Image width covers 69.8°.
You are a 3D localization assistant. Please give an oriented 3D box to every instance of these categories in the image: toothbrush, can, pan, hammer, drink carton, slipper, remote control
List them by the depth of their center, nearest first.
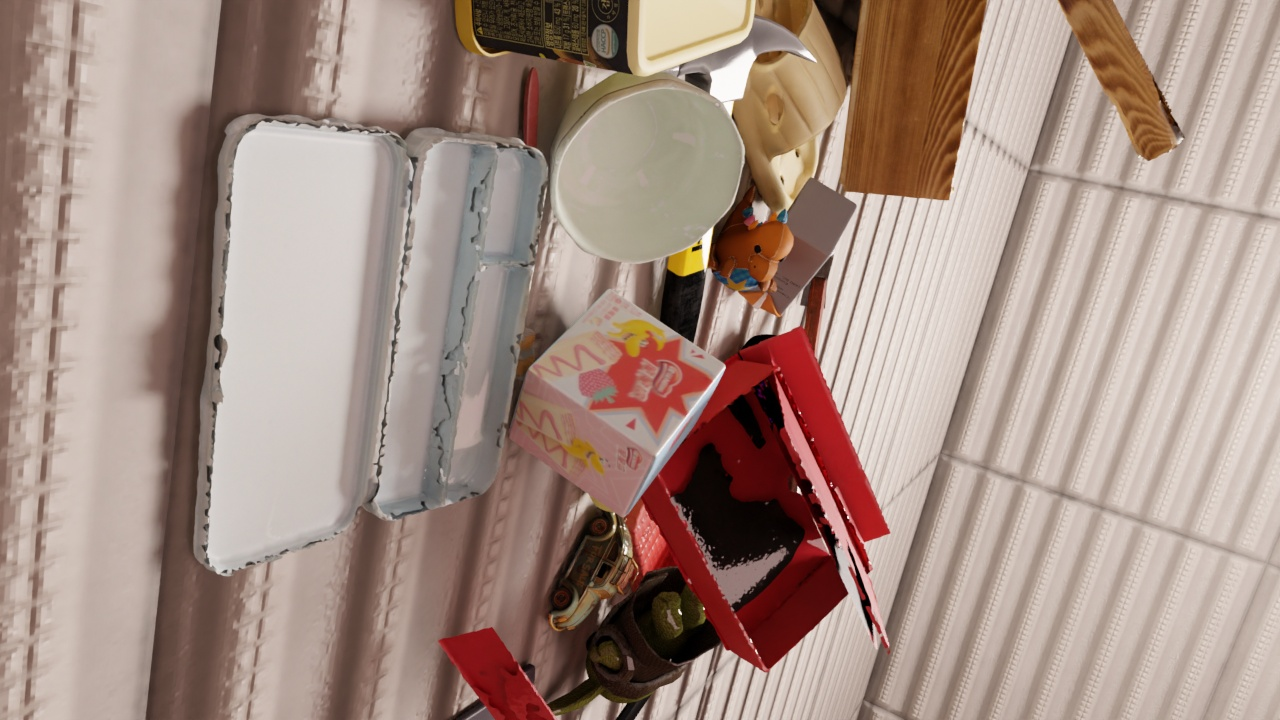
[{"bbox_3d":[-0.012,-0.191,0.458,0.130,0.101,0.073,-39,140,-48],"label":"can"},{"bbox_3d":[-0.066,-0.074,0.532,0.015,0.016,0.185,-29,131,-54],"label":"toothbrush"},{"bbox_3d":[-0.118,0.266,0.670,0.124,0.009,0.046,-19,124,-59],"label":"remote control"},{"bbox_3d":[0.042,-0.097,0.682,0.169,0.034,0.325,-22,134,-36],"label":"hammer"},{"bbox_3d":[0.132,-0.217,0.758,0.111,0.079,0.262,-64,154,-22],"label":"slipper"},{"bbox_3d":[-0.080,0.377,0.781,0.354,0.044,0.204,-45,144,-43],"label":"pan"},{"bbox_3d":[0.138,-0.099,0.824,0.076,0.048,0.125,-58,178,-24],"label":"drink carton"},{"bbox_3d":[0.036,0.187,0.865,0.103,0.059,0.249,-54,149,-30],"label":"slipper"},{"bbox_3d":[0.174,0.010,0.957,0.111,0.028,0.300,78,22,-71],"label":"hammer"}]

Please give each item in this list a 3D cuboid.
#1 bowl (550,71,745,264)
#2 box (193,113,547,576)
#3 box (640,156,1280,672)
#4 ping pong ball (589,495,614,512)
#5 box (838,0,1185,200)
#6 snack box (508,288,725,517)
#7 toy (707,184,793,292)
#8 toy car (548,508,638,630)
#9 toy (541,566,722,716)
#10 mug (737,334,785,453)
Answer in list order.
[{"bbox_3d":[-0.003,-0.122,0.548,0.117,0.061,0.118,-11,133,-12],"label":"bowl"},{"bbox_3d":[-0.126,-0.010,0.448,0.189,0.038,0.209,-13,119,-52],"label":"box"},{"bbox_3d":[0.229,0.044,0.701,0.467,0.138,0.214,-29,111,-4],"label":"box"},{"bbox_3d":[-0.021,0.097,0.710,0.040,0.040,0.040,-43,143,-45],"label":"ping pong ball"},{"bbox_3d":[0.321,-0.314,0.785,0.278,0.264,0.270,-64,156,-51],"label":"box"},{"bbox_3d":[-0.015,0.026,0.586,0.092,0.095,0.080,-48,169,-39],"label":"snack box"},{"bbox_3d":[0.096,-0.107,0.759,0.090,0.070,0.103,-24,-129,64],"label":"toy"},{"bbox_3d":[-0.031,0.169,0.732,0.111,0.047,0.047,-61,156,-20],"label":"toy car"},{"bbox_3d":[0.007,0.235,0.776,0.179,0.078,0.153,-13,151,-40],"label":"toy"},{"bbox_3d":[0.116,0.036,0.910,0.119,0.085,0.100,125,-17,-61],"label":"mug"}]
